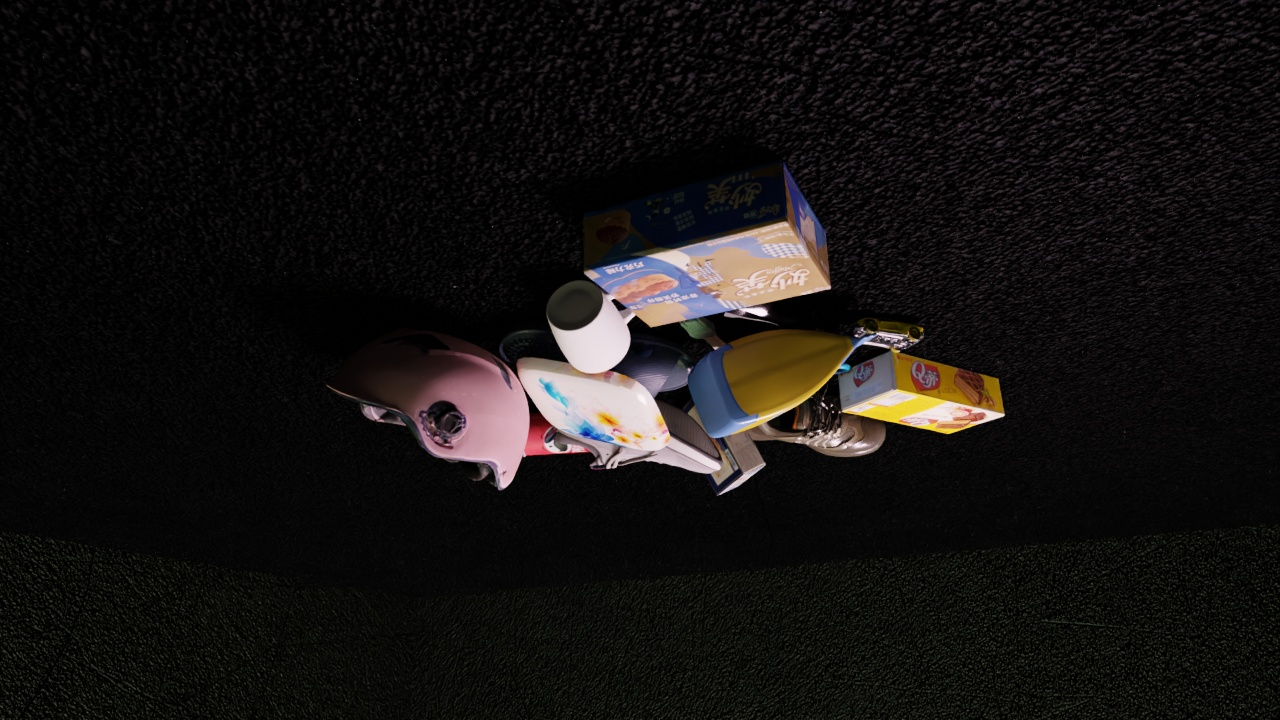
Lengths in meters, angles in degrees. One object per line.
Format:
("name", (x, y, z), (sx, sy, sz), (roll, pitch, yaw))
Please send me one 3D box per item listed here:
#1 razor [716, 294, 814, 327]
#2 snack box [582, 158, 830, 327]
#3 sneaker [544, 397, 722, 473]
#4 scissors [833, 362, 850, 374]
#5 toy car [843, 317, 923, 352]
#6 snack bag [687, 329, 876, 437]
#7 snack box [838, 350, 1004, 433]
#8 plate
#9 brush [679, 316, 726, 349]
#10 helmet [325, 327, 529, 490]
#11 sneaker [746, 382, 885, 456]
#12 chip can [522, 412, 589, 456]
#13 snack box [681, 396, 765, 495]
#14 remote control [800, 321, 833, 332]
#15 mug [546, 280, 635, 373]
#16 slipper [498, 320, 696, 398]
("razor", (0.145, -0.067, 1.046), (0.156, 0.057, 0.060), (13, -173, -31))
("snack box", (0.068, -0.108, 0.906), (0.203, 0.069, 0.155), (-11, 157, 23))
("sneaker", (-0.008, 0.117, 1.311), (0.263, 0.096, 0.129), (26, 115, -16))
("scissors", (0.236, 0.011, 1.302), (0.141, 0.013, 0.114), (-18, 155, 31))
("toy car", (0.306, -0.035, 1.160), (0.106, 0.030, 0.049), (8, 158, -17))
("snack bag", (0.176, 0.015, 1.142), (0.205, 0.102, 0.159), (-19, 172, -10))
("snack box", (0.410, 0.051, 1.343), (0.230, 0.061, 0.110), (12, 155, -30))
("plate", (-0.061, 0.061, 1.164), (0.187, 0.016, 0.187), (10, 150, 23))
("brush", (0.107, -0.018, 1.220), (0.033, 0.012, 0.217), (-11, 158, 23))
("helmet", (-0.248, 0.044, 1.138), (0.255, 0.152, 0.230), (30, 173, -25))
("sneaker", (0.258, 0.076, 1.350), (0.238, 0.101, 0.143), (7, 165, -4))
("chip can", (-0.073, 0.111, 1.461), (0.233, 0.073, 0.073), (-3, 159, 3))
("snack box", (0.118, 0.121, 1.397), (0.042, 0.144, 0.145), (-24, 166, -19))
("remote control", (0.195, -0.022, 1.214), (0.030, 0.009, 0.140), (12, 155, -31))
("mug", (-0.048, -0.050, 1.057), (0.114, 0.081, 0.088), (-34, 148, -3))
("slipper", (-0.053, 0.018, 1.176), (0.263, 0.082, 0.101), (11, 140, -18))
